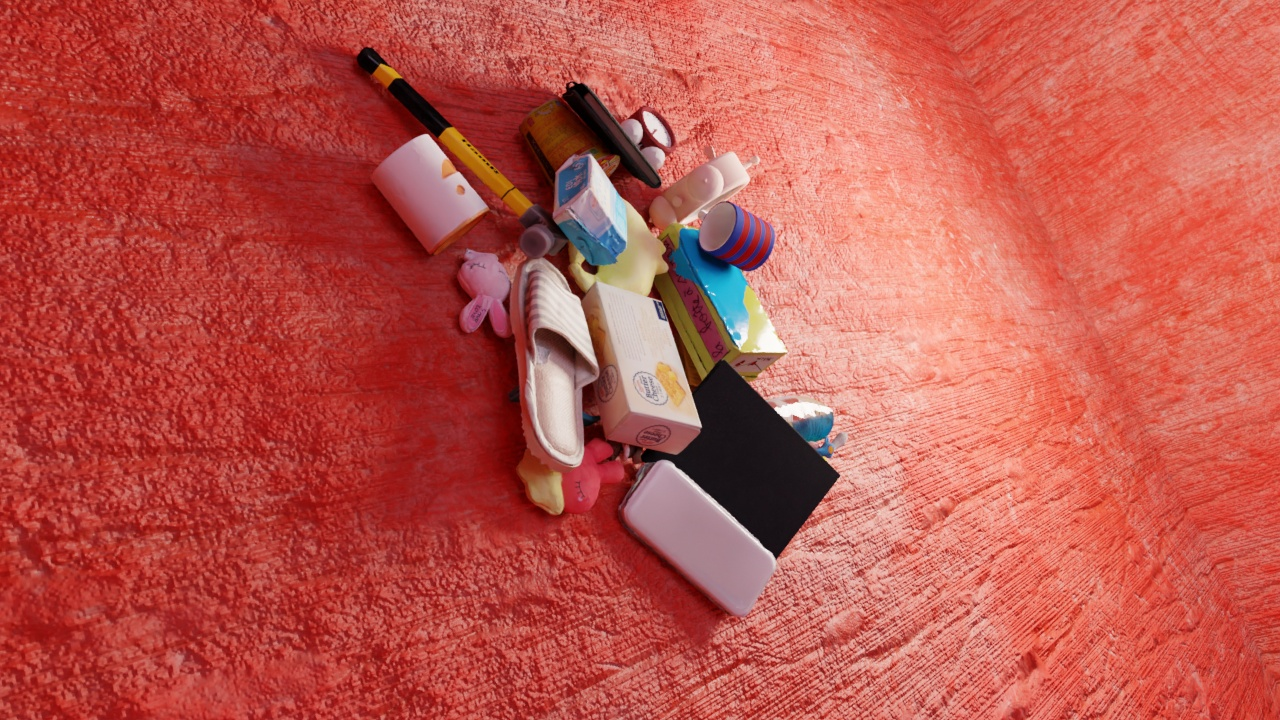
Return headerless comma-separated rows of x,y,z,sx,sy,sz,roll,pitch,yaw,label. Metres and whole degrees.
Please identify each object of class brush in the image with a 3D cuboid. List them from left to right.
0.074,0.023,1.245,0.048,0.017,0.126,15,56,-40,brush

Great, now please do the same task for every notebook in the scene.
-0.042,-0.307,1.239,0.169,0.029,0.209,48,2,-17,notebook
0.127,0.137,1.153,0.231,0.019,0.169,44,79,-18,notebook

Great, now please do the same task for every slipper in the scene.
-0.093,-0.005,1.004,0.114,0.054,0.272,38,36,-47,slipper

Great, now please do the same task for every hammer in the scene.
-0.206,-0.248,1.084,0.324,0.034,0.169,44,17,-7,hammer

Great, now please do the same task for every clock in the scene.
0.010,-0.333,1.379,0.087,0.044,0.124,48,35,-15,clock
0.087,-0.259,1.348,0.086,0.131,0.160,54,40,-6,clock

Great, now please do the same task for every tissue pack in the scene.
-0.062,-0.180,1.099,0.093,0.062,0.144,53,18,-32,tissue pack

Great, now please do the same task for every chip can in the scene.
0.182,0.092,1.271,0.229,0.080,0.079,-7,72,-49,chip can

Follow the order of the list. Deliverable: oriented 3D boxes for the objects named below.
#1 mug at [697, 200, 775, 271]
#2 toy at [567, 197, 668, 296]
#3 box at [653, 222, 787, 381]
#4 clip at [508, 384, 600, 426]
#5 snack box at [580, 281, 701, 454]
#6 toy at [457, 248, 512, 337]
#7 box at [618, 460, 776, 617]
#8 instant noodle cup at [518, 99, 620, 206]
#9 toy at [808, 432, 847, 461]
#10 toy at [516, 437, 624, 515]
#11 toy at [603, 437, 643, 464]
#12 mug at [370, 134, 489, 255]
0.124,-0.178,1.275,0.076,0.075,0.112,21,16,-35,mug
-0.032,-0.144,1.204,0.154,0.065,0.170,9,64,-33,toy
0.099,-0.081,1.275,0.124,0.079,0.221,-2,58,-49,box
-0.087,0.043,1.058,0.118,0.033,0.120,52,39,-14,clip
-0.007,0.006,1.097,0.104,0.058,0.207,14,43,-33,snack box
-0.172,-0.078,1.026,0.063,0.047,0.110,9,63,-35,toy
0.069,0.208,1.084,0.213,0.063,0.118,47,57,-17,box
-0.098,-0.278,1.202,0.112,0.101,0.100,54,39,7,instant noodle cup
0.222,0.147,1.267,0.131,0.124,0.097,4,24,-43,toy
-0.075,0.122,1.001,0.135,0.045,0.091,-7,73,-42,toy
-0.013,0.089,1.090,0.055,0.042,0.101,11,28,6,toy
-0.229,-0.180,1.002,0.105,0.082,0.082,52,39,-8,mug
